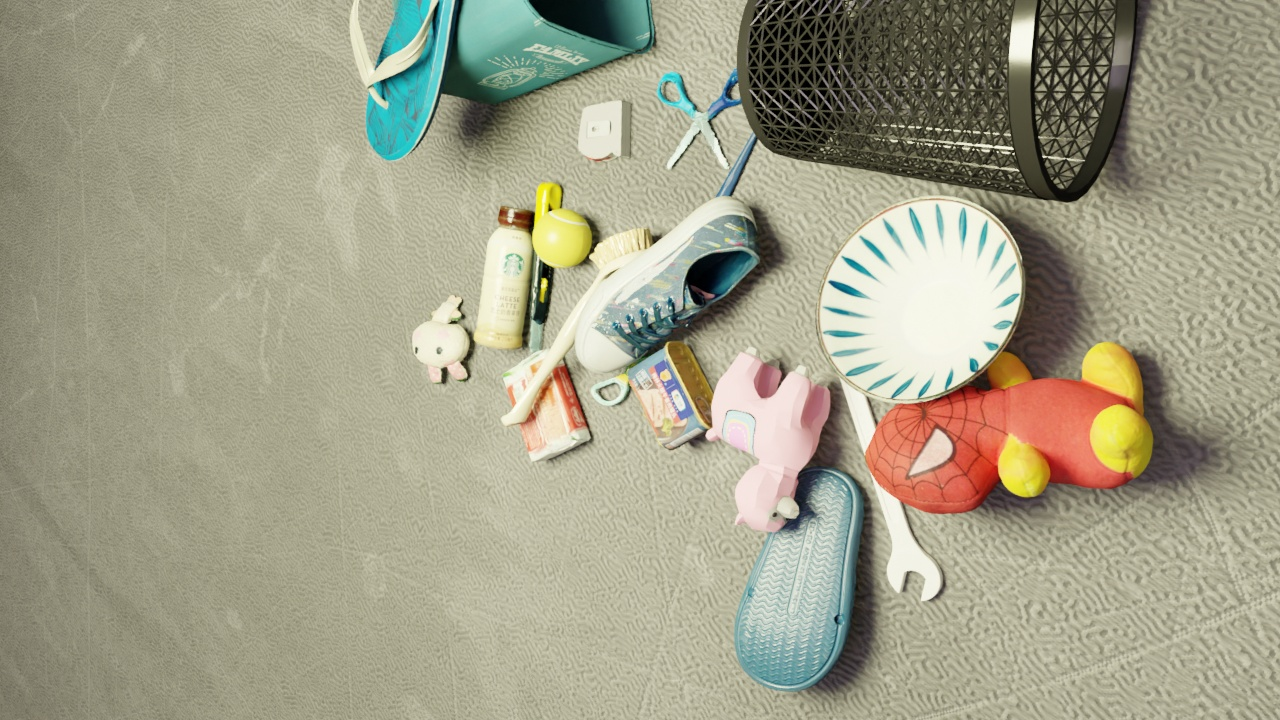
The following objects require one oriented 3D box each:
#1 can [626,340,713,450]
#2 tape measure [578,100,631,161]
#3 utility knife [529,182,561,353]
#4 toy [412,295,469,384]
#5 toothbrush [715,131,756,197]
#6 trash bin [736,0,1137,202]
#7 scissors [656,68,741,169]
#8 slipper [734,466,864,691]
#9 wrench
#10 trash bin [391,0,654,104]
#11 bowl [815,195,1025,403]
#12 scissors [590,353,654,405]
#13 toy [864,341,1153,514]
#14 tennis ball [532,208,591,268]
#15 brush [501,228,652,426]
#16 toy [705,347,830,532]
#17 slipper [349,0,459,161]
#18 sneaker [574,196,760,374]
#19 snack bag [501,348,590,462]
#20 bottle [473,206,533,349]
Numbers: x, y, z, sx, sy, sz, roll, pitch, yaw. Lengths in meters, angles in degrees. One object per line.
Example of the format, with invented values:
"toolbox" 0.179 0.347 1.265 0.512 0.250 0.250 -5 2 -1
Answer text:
"can" 0.035 0.037 0.936 0.059 0.053 0.099 -33 77 27
"tape measure" -0.039 -0.249 1.001 0.062 0.020 0.060 3 94 35
"utility knife" -0.112 -0.102 1.055 0.020 0.028 0.203 13 101 40
"toy" -0.247 -0.024 1.142 0.087 0.050 0.112 4 100 34
"toothbrush" 0.087 -0.178 0.917 0.016 0.017 0.190 38 112 28
"trash bin" 0.222 -0.240 0.717 0.244 0.216 0.217 12 99 40
"scissors" 0.065 -0.252 0.932 0.134 0.014 0.127 -31 75 30
"slipper" 0.158 0.205 0.861 0.104 0.059 0.213 15 86 30
"wrench" 0.216 0.086 0.843 0.047 0.009 0.273 -22 79 33
"trash bin" -0.137 -0.388 0.971 0.219 0.196 0.199 -13 84 41
"bowl" 0.242 -0.043 0.772 0.178 0.070 0.177 -15 66 37
"scissors" -0.008 0.008 0.994 0.132 0.011 0.125 -36 74 28
"toy" 0.285 0.064 0.729 0.217 0.147 0.099 -18 110 32
"tennis ball" -0.086 -0.134 1.011 0.065 0.065 0.065 1 93 35
"brush" -0.070 -0.032 0.990 0.273 0.062 0.077 -51 58 16
"toy" 0.114 0.076 0.858 0.123 0.067 0.157 22 89 41
"slipper" -0.237 -0.331 0.917 0.118 0.060 0.296 43 126 28
"sneaker" 0.024 -0.060 0.905 0.236 0.087 0.079 -42 36 21
"snack bag" -0.109 0.052 1.052 0.077 0.036 0.116 -28 76 31
"bottle" -0.155 -0.096 1.065 0.057 0.056 0.162 15 101 33
